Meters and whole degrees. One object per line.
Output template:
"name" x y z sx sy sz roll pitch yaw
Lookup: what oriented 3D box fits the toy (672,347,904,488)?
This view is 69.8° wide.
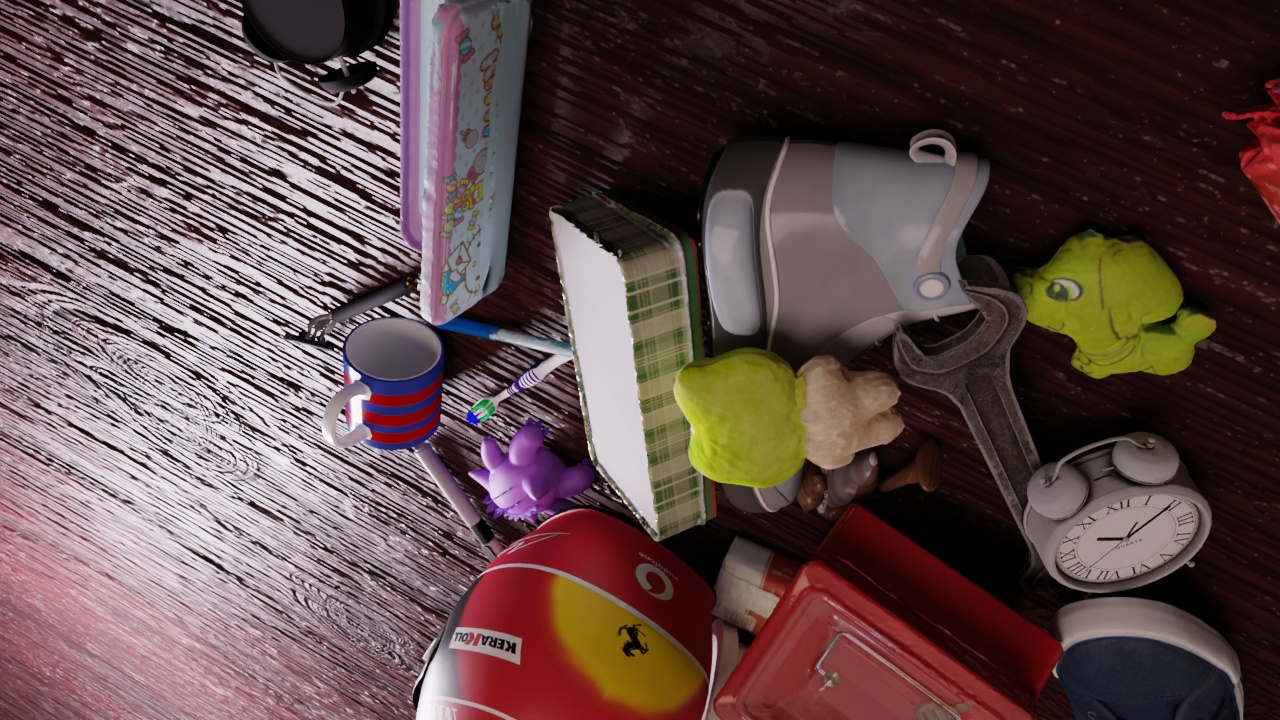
"toy" 0.080 0.029 0.489 0.118 0.043 0.092 -7 124 10

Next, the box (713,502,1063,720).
"box" 0.166 0.187 0.595 0.157 0.165 0.152 36 108 17

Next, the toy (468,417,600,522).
"toy" -0.092 0.099 0.740 0.106 0.055 0.088 40 138 -17

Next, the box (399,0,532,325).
"box" -0.122 -0.128 0.552 0.089 0.092 0.215 23 133 10

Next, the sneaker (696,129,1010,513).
"sneaker" 0.121 -0.008 0.529 0.160 0.092 0.257 2 127 17

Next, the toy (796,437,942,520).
"toy" 0.143 0.077 0.607 0.055 0.041 0.102 33 140 -14

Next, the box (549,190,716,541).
"box" -0.003 0.003 0.579 0.117 0.050 0.206 43 146 55

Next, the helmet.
"helmet" -0.064 0.247 0.692 0.197 0.224 0.272 36 145 -5

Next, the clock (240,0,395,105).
"clock" -0.200 -0.214 0.561 0.091 0.042 0.121 29 133 6

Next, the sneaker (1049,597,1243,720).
"sneaker" 0.326 0.272 0.584 0.121 0.127 0.295 -11 124 31

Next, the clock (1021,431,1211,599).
"clock" 0.267 0.085 0.519 0.095 0.035 0.122 -25 127 15

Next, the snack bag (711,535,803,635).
"snack bag" 0.163 0.208 0.701 0.225 0.041 0.078 21 133 10

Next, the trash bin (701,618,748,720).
"trash bin" 0.129 0.334 0.731 0.199 0.194 0.196 19 132 2

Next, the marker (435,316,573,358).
"marker" -0.093 -0.017 0.668 0.142 0.013 0.013 12 130 29

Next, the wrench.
"wrench" 0.214 0.058 0.527 0.070 0.010 0.273 -22 127 20

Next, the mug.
"mug" -0.201 0.028 0.704 0.075 0.111 0.076 27 133 14

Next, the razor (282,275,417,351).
"razor" -0.226 -0.040 0.730 0.145 0.022 0.042 -21 155 34

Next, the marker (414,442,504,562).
"marker" -0.160 0.131 0.830 0.016 0.016 0.140 -13 118 35

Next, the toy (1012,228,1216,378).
"toy" 0.244 -0.026 0.475 0.094 0.036 0.094 -2 127 22

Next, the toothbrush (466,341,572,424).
"toothbrush" -0.078 0.010 0.690 0.015 0.016 0.187 49 132 -11

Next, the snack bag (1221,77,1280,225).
"snack bag" 0.326 -0.055 0.382 0.176 0.082 0.083 48 132 -12
